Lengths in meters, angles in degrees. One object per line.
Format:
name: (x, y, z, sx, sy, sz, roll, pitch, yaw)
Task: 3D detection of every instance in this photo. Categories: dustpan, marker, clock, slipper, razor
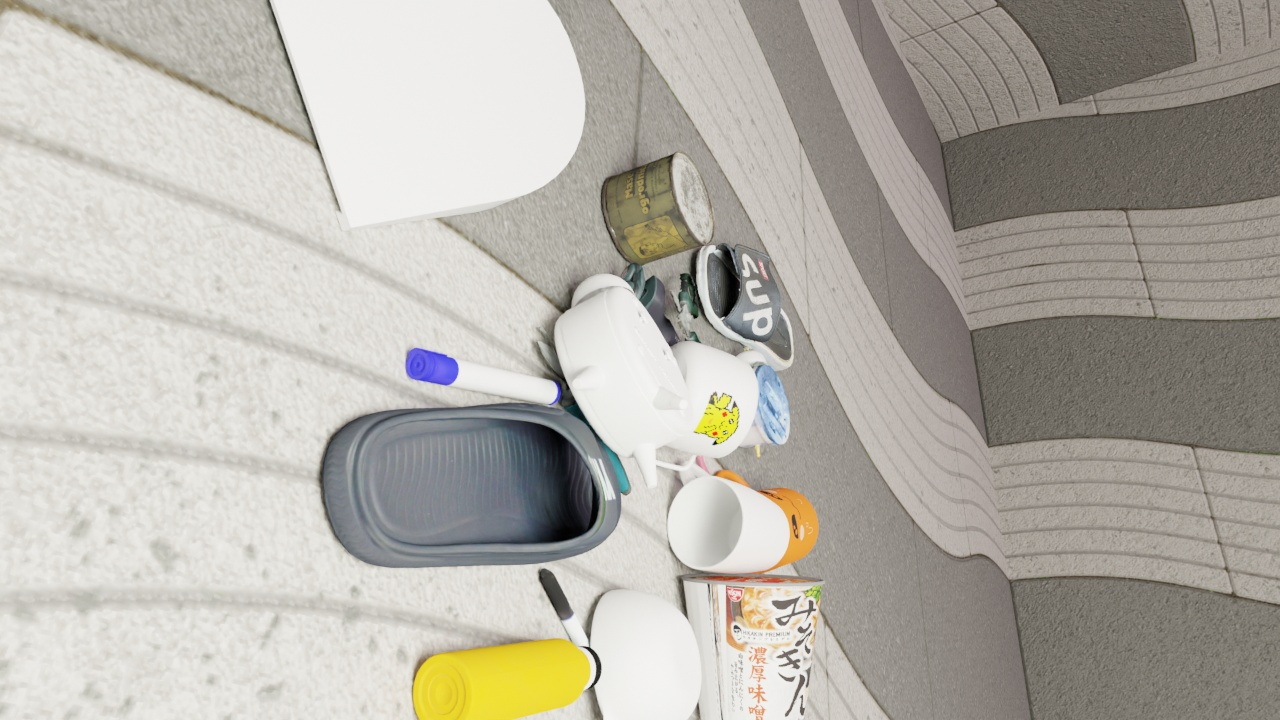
dustpan: (-0.143, -0.197, 0.636, 0.257, 0.053, 0.191, -25, 100, -51)
marker: (-0.101, 0.012, 0.615, 0.141, 0.020, 0.020, 17, 62, -60)
clock: (0.128, 0.041, 1.008, 0.089, 0.052, 0.125, 54, 34, -35)
slipper: (-0.072, 0.071, 0.575, 0.267, 0.083, 0.110, 12, 65, -59)
marker: (-0.038, 0.209, 0.652, 0.152, 0.011, 0.011, 67, 28, -19)
slipper: (0.137, -0.064, 1.067, 0.263, 0.063, 0.111, 37, 45, -56)
clock: (-0.004, 0.004, 0.704, 0.125, 0.073, 0.160, 56, 14, -28)
razor: (0.014, -0.026, 0.827, 0.143, 0.052, 0.047, 56, 27, -43)

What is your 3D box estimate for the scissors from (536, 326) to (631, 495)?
scissors: (-0.038, 0.043, 0.720, 0.126, 0.019, 0.154, 12, 60, -67)

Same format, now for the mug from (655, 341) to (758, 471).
mug: (0.045, 0.043, 0.801, 0.068, 0.116, 0.094, 19, 14, -24)

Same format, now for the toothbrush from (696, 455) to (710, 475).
toothbrush: (0.062, 0.123, 0.879, 0.021, 0.016, 0.134, 19, 60, -44)

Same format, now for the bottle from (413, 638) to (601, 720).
bottle: (-0.072, 0.193, 0.556, 0.143, 0.043, 0.043, 21, 59, -59)

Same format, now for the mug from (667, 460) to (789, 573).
mug: (0.075, 0.139, 0.829, 0.087, 0.081, 0.114, 23, 29, -48)

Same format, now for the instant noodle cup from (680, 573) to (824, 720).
instant noodle cup: (0.096, 0.248, 0.786, 0.123, 0.124, 0.121, 18, 71, -59)

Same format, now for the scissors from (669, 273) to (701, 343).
scissors: (0.049, -0.017, 0.870, 0.209, 0.015, 0.137, -33, 114, -79)

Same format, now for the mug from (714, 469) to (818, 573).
mug: (0.115, 0.155, 0.917, 0.112, 0.078, 0.095, 51, 19, 22)

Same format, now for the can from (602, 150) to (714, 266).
can: (0.017, -0.140, 0.856, 0.090, 0.075, 0.089, 40, 42, -51)

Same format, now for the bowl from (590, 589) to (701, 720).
bowl: (0.011, 0.223, 0.677, 0.114, 0.051, 0.114, -16, 90, -71)
